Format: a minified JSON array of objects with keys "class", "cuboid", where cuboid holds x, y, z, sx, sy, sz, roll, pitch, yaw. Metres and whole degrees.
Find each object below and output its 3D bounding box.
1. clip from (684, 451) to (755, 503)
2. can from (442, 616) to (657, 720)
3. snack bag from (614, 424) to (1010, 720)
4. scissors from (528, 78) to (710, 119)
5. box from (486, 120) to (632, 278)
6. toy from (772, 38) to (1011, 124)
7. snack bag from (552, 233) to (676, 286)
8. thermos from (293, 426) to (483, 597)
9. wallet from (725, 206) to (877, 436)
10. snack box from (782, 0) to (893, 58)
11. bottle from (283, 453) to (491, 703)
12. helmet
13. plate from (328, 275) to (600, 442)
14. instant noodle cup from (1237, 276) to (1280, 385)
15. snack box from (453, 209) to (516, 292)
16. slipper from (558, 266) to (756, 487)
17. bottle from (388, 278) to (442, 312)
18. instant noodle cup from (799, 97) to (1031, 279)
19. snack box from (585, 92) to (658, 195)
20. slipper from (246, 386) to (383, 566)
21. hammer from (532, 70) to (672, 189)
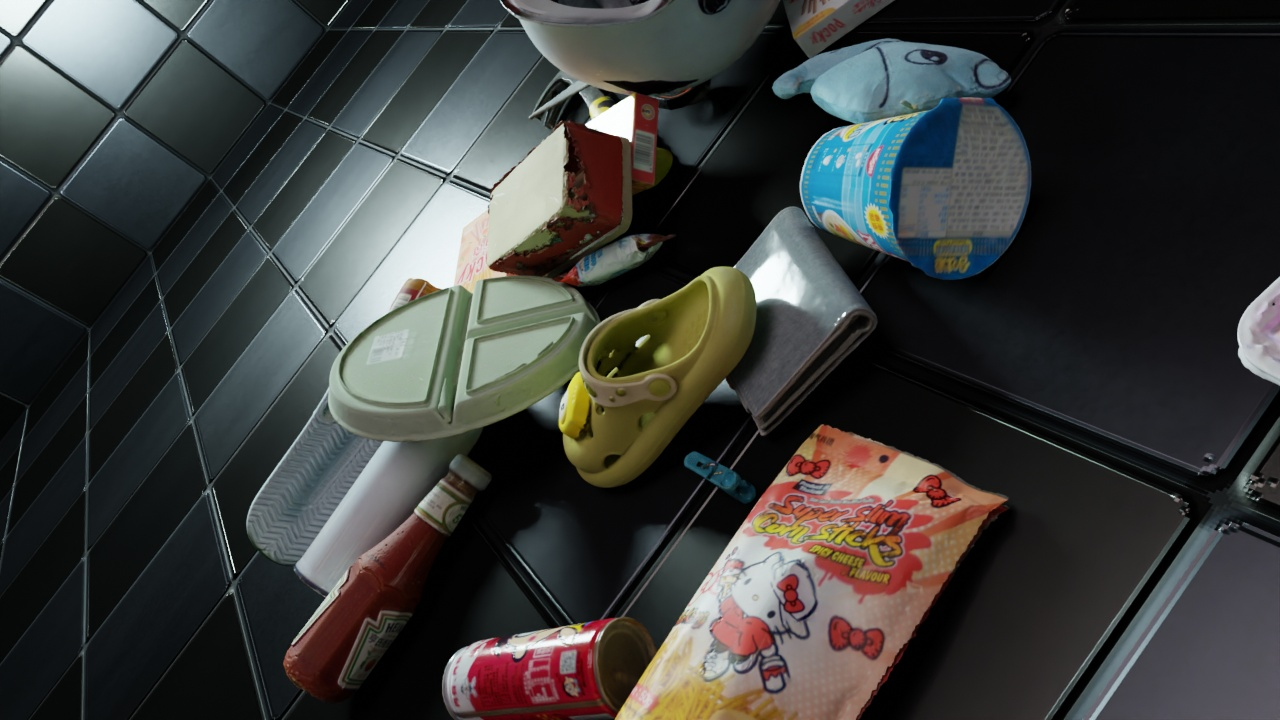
[{"class":"clip","cuboid":[0.047,0.070,0.559,0.014,0.046,0.057,-58,31,-6]},{"class":"can","cuboid":[-0.056,0.186,0.539,0.133,0.053,0.053,-21,44,36]},{"class":"snack bag","cuboid":[0.074,0.127,0.451,0.207,0.073,0.129,-52,33,-15]},{"class":"scissors","cuboid":[-0.006,-0.291,0.906,0.230,0.022,0.221,-35,46,-7]},{"class":"box","cuboid":[-0.082,-0.132,0.790,0.169,0.077,0.091,-22,65,56]},{"class":"toy","cuboid":[0.164,-0.189,0.623,0.162,0.050,0.155,-1,33,22]},{"class":"snack bag","cuboid":[-0.022,-0.084,0.765,0.104,0.026,0.048,-22,4,37]},{"class":"thermos","cuboid":[-0.196,0.096,0.772,0.224,0.073,0.073,-56,35,-9]},{"class":"wallet","cuboid":[0.089,-0.026,0.583,0.107,0.037,0.129,-50,31,23]},{"class":"snack box","cuboid":[0.164,-0.330,0.791,0.085,0.027,0.156,-31,39,27]},{"class":"bottle","cuboid":[-0.189,0.164,0.709,0.206,0.060,0.060,-54,34,-10]},{"class":"helmet","cuboid":[0.016,-0.320,0.802,0.229,0.146,0.258,33,72,37]},{"class":"plate","cuboid":[-0.146,-0.012,0.749,0.230,0.027,0.229,-10,29,6]},{"class":"instant noodle cup","cuboid":[0.319,-0.023,0.303,0.173,0.060,0.138,-47,35,8]},{"class":"snack box","cuboid":[-0.152,-0.102,0.937,0.085,0.026,0.157,-31,39,26]},{"class":"slipper","cuboid":[-0.004,0.003,0.599,0.191,0.081,0.091,-47,29,35]},{"class":"bottle","cuboid":[-0.252,0.002,0.926,0.058,0.057,0.174,2,60,49]},{"class":"instant noodle cup","cuboid":[0.154,-0.104,0.543,0.099,0.099,0.110,-53,26,-4]},{"class":"snack box","cuboid":[-0.036,-0.178,0.828,0.156,0.027,0.077,-10,75,58]},{"class":"slipper","cuboid":[-0.257,0.075,0.833,0.245,0.104,0.074,-57,8,-18]},{"class":"hammer","cuboid":[-0.037,-0.250,0.939,0.126,0.032,0.323,-42,36,12]}]
